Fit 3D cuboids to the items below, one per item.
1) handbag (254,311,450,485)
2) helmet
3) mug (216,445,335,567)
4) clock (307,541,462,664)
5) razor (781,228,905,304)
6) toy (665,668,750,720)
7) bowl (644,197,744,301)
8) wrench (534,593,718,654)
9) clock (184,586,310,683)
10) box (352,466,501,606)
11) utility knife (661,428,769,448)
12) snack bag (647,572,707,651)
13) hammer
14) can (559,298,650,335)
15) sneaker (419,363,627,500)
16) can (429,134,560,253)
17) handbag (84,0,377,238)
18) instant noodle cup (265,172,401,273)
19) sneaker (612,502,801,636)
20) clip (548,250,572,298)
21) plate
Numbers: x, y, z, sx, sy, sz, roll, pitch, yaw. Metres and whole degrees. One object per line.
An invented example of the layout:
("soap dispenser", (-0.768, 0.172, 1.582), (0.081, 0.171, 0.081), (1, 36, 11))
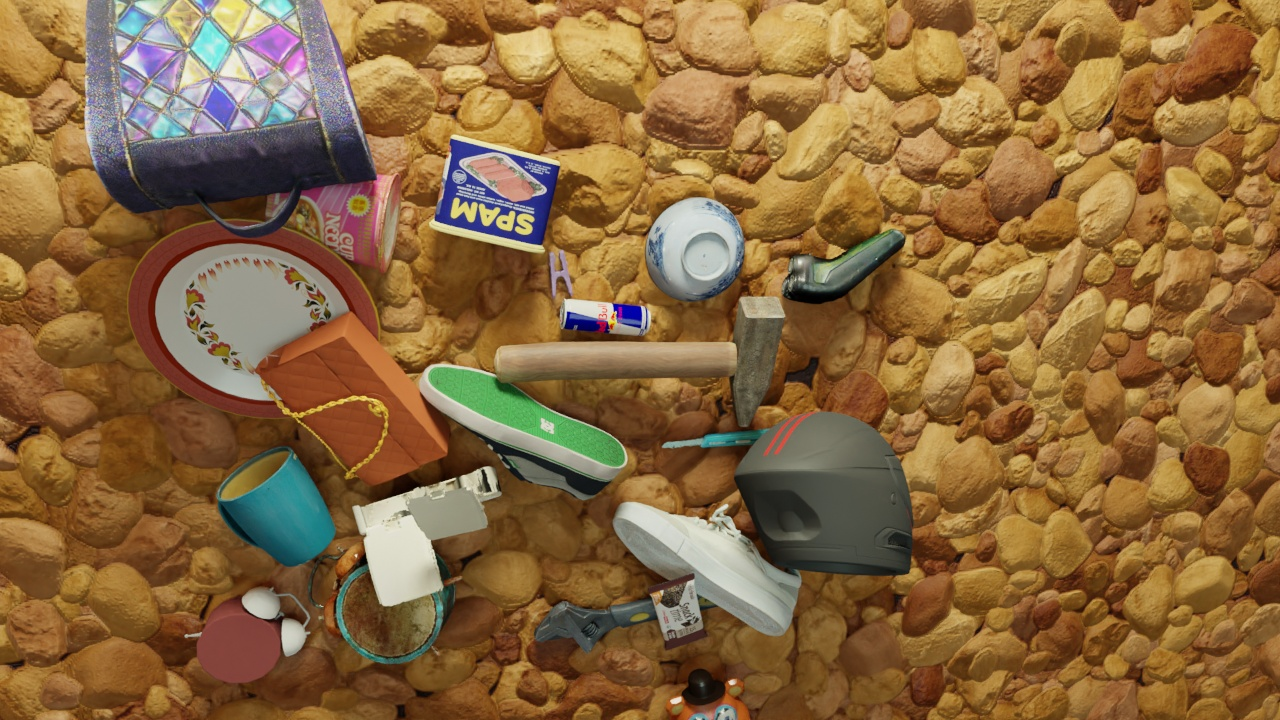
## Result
("handbag", (-0.285, 0.050, 0.915), (0.109, 0.060, 0.172), (-24, 126, 12))
("helmet", (0.209, 0.144, 1.019), (0.264, 0.165, 0.169), (21, 67, -46))
("mug", (-0.380, 0.158, 0.948), (0.112, 0.084, 0.104), (-16, 117, 22))
("clock", (-0.281, 0.255, 0.997), (0.157, 0.073, 0.121), (17, 97, -1))
("razor", (0.226, -0.110, 1.020), (0.151, 0.054, 0.067), (-31, 93, -9))
("toy", (0.088, 0.460, 1.134), (0.112, 0.096, 0.176), (-17, 98, -7))
("bowl", (0.065, -0.114, 0.980), (0.114, 0.045, 0.114), (-3, 106, -12))
("wrench", (0.008, 0.298, 1.099), (0.273, 0.022, 0.073), (-11, 114, -9))
("clock", (-0.419, 0.295, 0.989), (0.124, 0.044, 0.087), (-31, 110, -3))
("box", (-0.208, 0.175, 0.910), (0.143, 0.193, 0.106), (-18, 83, -3))
("utility knife", (0.098, 0.093, 1.065), (0.151, 0.015, 0.022), (-5, 132, -10))
("snack bag", (0.046, 0.298, 1.077), (0.057, 0.013, 0.158), (-18, 137, -6))
("hammer", (-0.006, 0.006, 0.984), (0.300, 0.037, 0.158), (0, 129, -7))
("can", (-0.038, -0.046, 0.983), (0.095, 0.032, 0.032), (5, 104, -14))
("sneaker", (-0.135, 0.084, 0.979), (0.235, 0.084, 0.079), (28, 118, -16))
("can", (-0.143, -0.166, 0.913), (0.116, 0.056, 0.092), (11, 102, -16))
("handbag", (-0.342, -0.214, 0.781), (0.204, 0.125, 0.222), (-10, 83, -9))
("instant noodle cup", (-0.291, -0.139, 0.871), (0.108, 0.097, 0.098), (9, 104, -8))
("sneaker", (0.081, 0.220, 1.069), (0.242, 0.090, 0.090), (33, 59, -6))
("clip", (-0.087, -0.091, 0.971), (0.035, 0.013, 0.052), (-13, 106, -10))
("plate", (-0.370, -0.038, 0.890), (0.229, 0.021, 0.230), (-4, 126, -5))
